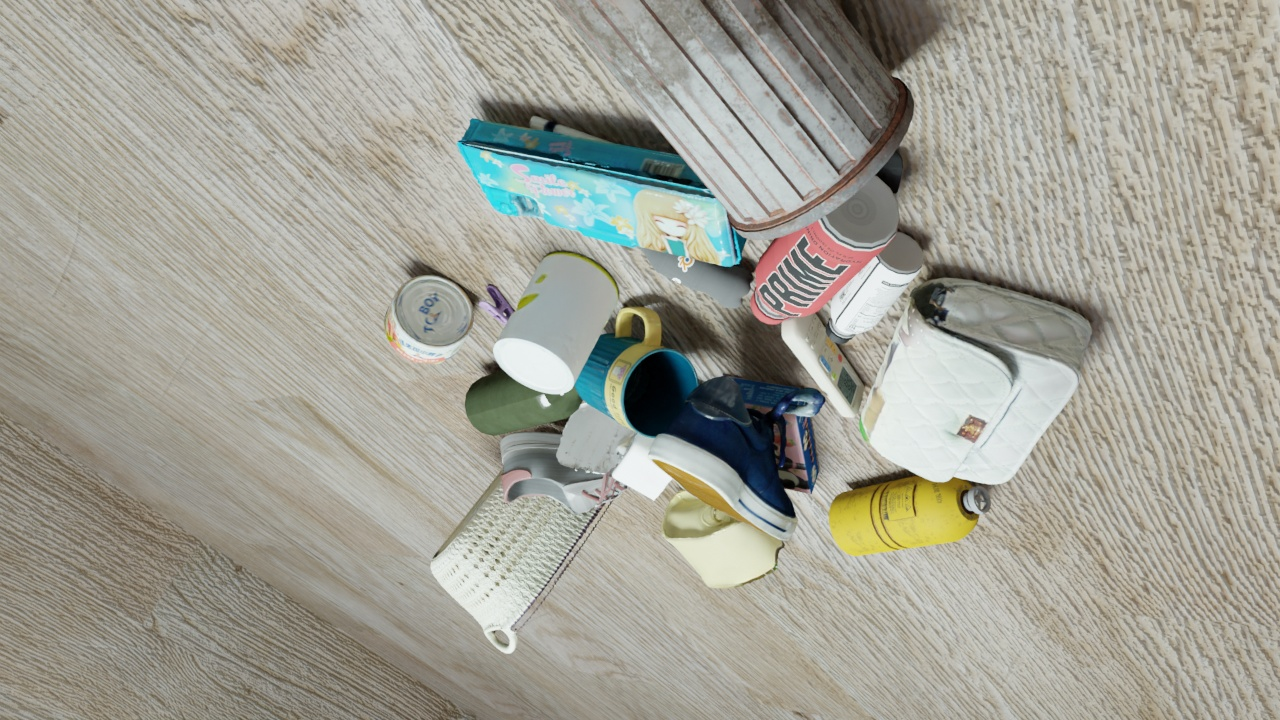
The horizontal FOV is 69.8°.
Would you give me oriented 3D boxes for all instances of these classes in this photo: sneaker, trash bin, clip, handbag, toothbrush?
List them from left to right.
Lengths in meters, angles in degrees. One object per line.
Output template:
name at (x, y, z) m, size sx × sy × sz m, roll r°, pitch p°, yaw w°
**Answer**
clip at (-0.146, -0.052, 0.944) m, size 0.013 × 0.033 × 0.051 m, roll -3°, pitch 139°, yaw 36°
sneaker at (-0.049, 0.135, 1.045) m, size 0.236 × 0.089 × 0.099 m, roll -1°, pitch 151°, yaw 8°
toothbrush at (0.001, -0.155, 0.703) m, size 0.187 × 0.012 × 0.017 m, roll 21°, pitch 156°, yaw 7°
handbag at (0.103, 0.216, 1.121) m, size 0.111 × 0.081 × 0.119 m, roll -13°, pitch 131°, yaw 35°
trash bin at (0.053, -0.176, 0.528) m, size 0.211 × 0.130 × 0.131 m, roll 44°, pitch 144°, yaw -25°
sneaker at (0.107, 0.089, 0.872) m, size 0.121 × 0.127 × 0.294 m, roll 22°, pitch 167°, yaw 28°
handbag at (0.259, 0.025, 0.734) m, size 0.139 × 0.072 × 0.195 m, roll 18°, pitch 147°, yaw 13°

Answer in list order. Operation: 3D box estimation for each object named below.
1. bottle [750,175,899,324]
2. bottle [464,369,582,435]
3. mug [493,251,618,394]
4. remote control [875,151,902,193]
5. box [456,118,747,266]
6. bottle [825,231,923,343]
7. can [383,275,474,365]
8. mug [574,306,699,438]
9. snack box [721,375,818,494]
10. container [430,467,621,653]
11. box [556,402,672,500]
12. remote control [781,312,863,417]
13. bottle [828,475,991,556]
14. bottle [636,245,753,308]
bottle at (0.125, -0.073, 0.682) m, size 0.062 × 0.062 × 0.177 m, roll 27°, pitch 158°, yaw -3°
bottle at (-0.112, 0.035, 1.004) m, size 0.071 × 0.071 × 0.207 m, roll 42°, pitch 144°, yaw -26°
mug at (-0.077, -0.034, 0.845) m, size 0.082 × 0.106 × 0.083 m, roll 17°, pitch 148°, yaw 11°
remote control at (0.109, -0.144, 0.642) m, size 0.147 × 0.015 × 0.033 m, roll 15°, pitch 147°, yaw 15°
box at (-0.029, -0.131, 0.715) m, size 0.227 × 0.039 × 0.094 m, roll 15°, pitch 156°, yaw 21°
bottle at (0.175, -0.051, 0.710) m, size 0.041 × 0.041 × 0.116 m, roll 24°, pitch 148°, yaw 1°
can at (-0.218, -0.042, 0.949) m, size 0.086 × 0.086 × 0.043 m, roll 31°, pitch 147°, yaw -10°
mug at (-0.005, 0.005, 0.868) m, size 0.083 × 0.114 × 0.107 m, roll -3°, pitch -167°, yaw -28°
snack box at (0.130, 0.078, 0.937) m, size 0.088 × 0.033 × 0.154 m, roll 10°, pitch 145°, yaw 24°
container at (-0.145, 0.218, 1.148) m, size 0.143 × 0.250 × 0.185 m, roll 40°, pitch 150°, yaw -4°
box at (-0.003, 0.083, 0.970) m, size 0.101 × 0.111 × 0.190 m, roll 40°, pitch 146°, yaw -19°
remote control at (0.161, 0.001, 0.797) m, size 0.018 × 0.038 × 0.125 m, roll -7°, pitch 136°, yaw 41°
bottle at (0.270, 0.151, 0.914) m, size 0.071 × 0.070 × 0.164 m, roll 37°, pitch 146°, yaw -19°
bottle at (0.040, -0.080, 0.763) m, size 0.110 × 0.036 × 0.036 m, roll 27°, pitch 148°, yaw -3°
